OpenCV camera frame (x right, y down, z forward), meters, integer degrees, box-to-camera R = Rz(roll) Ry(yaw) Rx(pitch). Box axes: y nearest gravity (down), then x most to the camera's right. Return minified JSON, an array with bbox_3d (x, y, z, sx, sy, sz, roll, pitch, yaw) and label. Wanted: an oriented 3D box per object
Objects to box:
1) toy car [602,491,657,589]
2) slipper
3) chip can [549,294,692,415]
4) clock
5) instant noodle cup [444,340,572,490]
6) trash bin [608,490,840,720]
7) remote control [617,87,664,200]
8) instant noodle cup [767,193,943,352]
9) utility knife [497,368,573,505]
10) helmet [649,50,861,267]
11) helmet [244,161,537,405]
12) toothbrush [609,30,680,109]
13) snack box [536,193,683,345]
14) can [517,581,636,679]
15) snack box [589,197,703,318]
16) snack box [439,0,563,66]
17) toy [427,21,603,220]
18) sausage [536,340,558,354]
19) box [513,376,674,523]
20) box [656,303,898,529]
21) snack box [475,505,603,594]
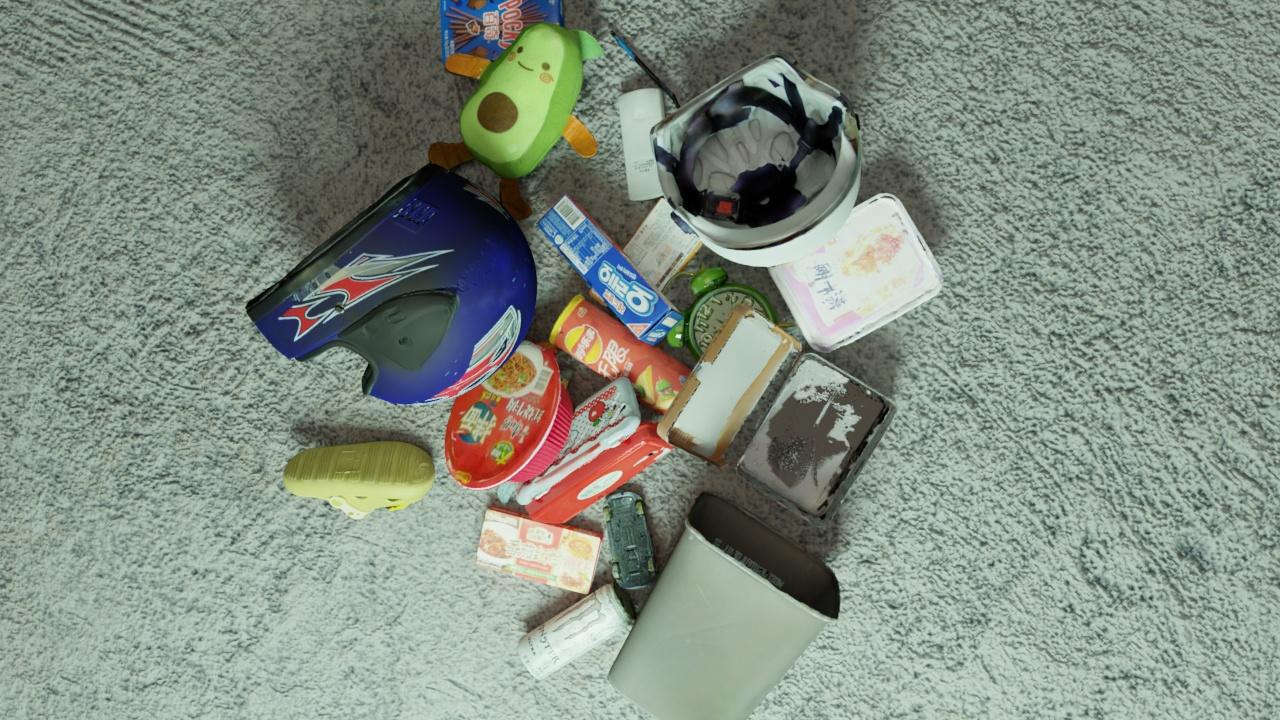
[{"bbox_3d":[-0.013,0.225,1.149,0.054,0.037,0.120,-13,79,8],"label":"toy car"},{"bbox_3d":[-0.357,0.156,1.178,0.190,0.091,0.082,1,130,-2],"label":"slipper"},{"bbox_3d":[-0.007,0.007,1.127,0.216,0.073,0.073,34,94,5],"label":"chip can"},{"bbox_3d":[0.097,-0.048,1.121,0.161,0.056,0.116,33,93,6],"label":"clock"},{"bbox_3d":[-0.150,0.075,1.114,0.194,0.066,0.193,-23,51,31],"label":"instant noodle cup"},{"bbox_3d":[0.091,0.303,1.066,0.199,0.198,0.220,32,102,8],"label":"trash bin"},{"bbox_3d":[0.006,-0.270,1.145,0.056,0.019,0.135,-7,90,20],"label":"remote control"},{"bbox_3d":[0.255,-0.102,1.099,0.173,0.060,0.138,-30,87,8],"label":"instant noodle cup"},{"bbox_3d":[-0.139,0.095,1.177,0.031,0.020,0.195,27,98,12],"label":"utility knife"},{"bbox_3d":[0.144,-0.205,1.054,0.229,0.146,0.258,-35,59,5],"label":"helmet"},{"bbox_3d":[-0.269,-0.064,1.080,0.316,0.247,0.240,-33,108,13],"label":"helmet"},{"bbox_3d":[0.026,-0.347,1.149,0.016,0.014,0.189,-42,85,5],"label":"toothbrush"},{"bbox_3d":[-0.038,-0.109,1.107,0.057,0.058,0.207,-45,71,8],"label":"snack box"},{"bbox_3d":[-0.079,0.337,1.146,0.147,0.058,0.058,-33,86,7],"label":"can"},{"bbox_3d":[0.011,-0.120,1.146,0.075,0.026,0.154,38,94,6],"label":"snack box"},{"bbox_3d":[-0.176,-0.421,1.168,0.157,0.026,0.084,-2,90,7],"label":"snack box"},{"bbox_3d":[-0.151,-0.307,1.130,0.227,0.089,0.247,33,105,3],"label":"toy"},{"bbox_3d":[-0.181,-0.001,1.174,0.165,0.021,0.021,-12,89,7],"label":"sausage"},{"bbox_3d":[-0.067,0.108,1.121,0.202,0.095,0.101,-36,61,21],"label":"box"},{"bbox_3d":[0.160,0.064,1.075,0.272,0.130,0.179,30,94,-20],"label":"box"},{"bbox_3d":[-0.129,0.240,1.168,0.153,0.025,0.075,13,93,7],"label":"snack box"}]
